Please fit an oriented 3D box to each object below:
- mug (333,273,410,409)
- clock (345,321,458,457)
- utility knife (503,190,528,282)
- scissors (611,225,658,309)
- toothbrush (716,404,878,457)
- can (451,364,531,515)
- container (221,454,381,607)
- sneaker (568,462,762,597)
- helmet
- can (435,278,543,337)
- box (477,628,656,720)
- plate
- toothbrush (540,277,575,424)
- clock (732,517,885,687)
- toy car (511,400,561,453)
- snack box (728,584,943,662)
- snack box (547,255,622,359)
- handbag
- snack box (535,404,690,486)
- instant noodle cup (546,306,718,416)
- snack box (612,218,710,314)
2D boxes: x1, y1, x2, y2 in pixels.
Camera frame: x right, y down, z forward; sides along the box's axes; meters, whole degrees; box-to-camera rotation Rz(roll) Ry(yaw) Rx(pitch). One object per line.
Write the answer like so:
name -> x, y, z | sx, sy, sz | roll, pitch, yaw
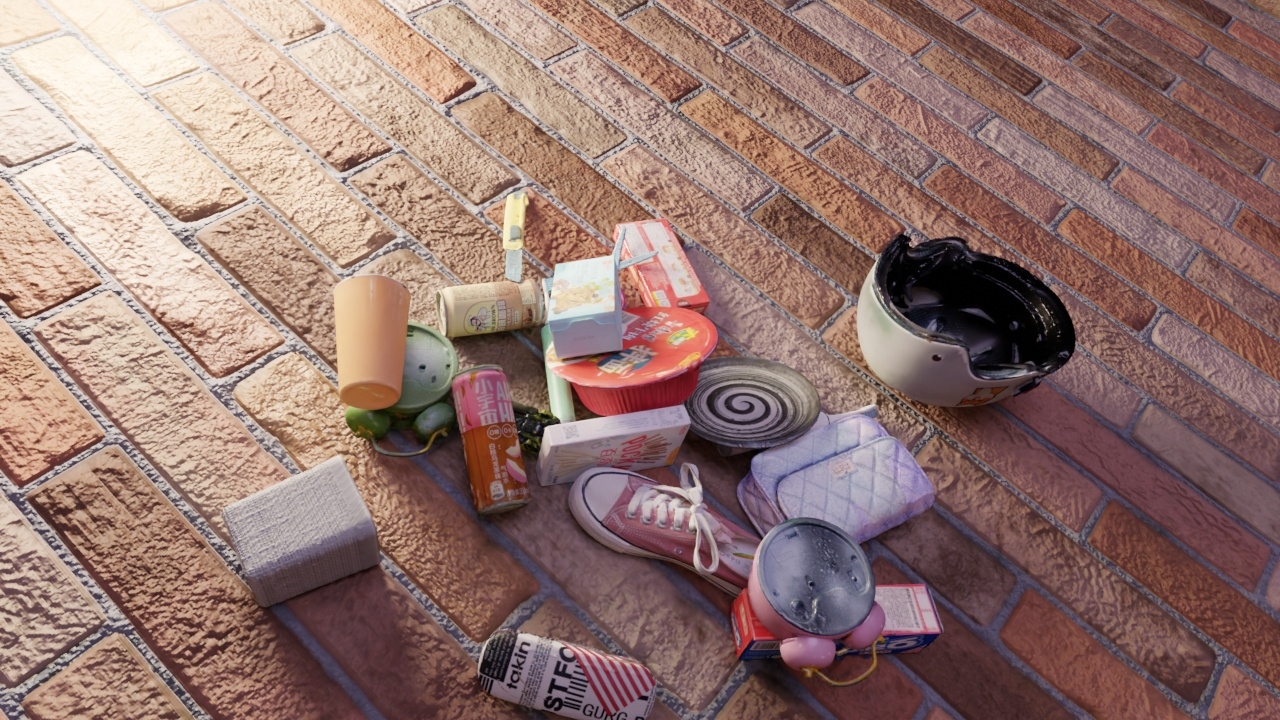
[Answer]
mug -> -0.274, -0.016, 0.932 | 0.078, 0.078, 0.122 | 1, 59, -15
clock -> -0.255, 0.032, 0.982 | 0.116, 0.056, 0.161 | 1, 54, -13
utility knife -> -0.157, -0.158, 1.154 | 0.031, 0.022, 0.220 | -4, 44, -2
scissors -> -0.043, -0.116, 1.163 | 0.130, 0.017, 0.133 | 10, 67, 7
toothbrush -> 0.192, 0.079, 1.090 | 0.220, 0.027, 0.026 | -11, 96, -23
can -> -0.154, 0.082, 0.945 | 0.057, 0.058, 0.147 | -9, 75, -21
container -> -0.313, 0.161, 0.850 | 0.114, 0.090, 0.090 | -22, 62, -25
sneaker -> 0.044, 0.167, 0.942 | 0.241, 0.088, 0.118 | 26, 52, 3
helmet -> 0.383, -0.030, 1.143 | 0.273, 0.157, 0.229 | 1, 51, -28
can -> -0.176, -0.062, 1.073 | 0.116, 0.059, 0.058 | -8, 56, -21
box -> -0.069, 0.292, 0.848 | 0.163, 0.083, 0.075 | 14, 88, -6
plate -> 0.119, 0.052, 1.067 | 0.179, 0.024, 0.179 | -1, 32, 0
toothbrush -> -0.101, -0.011, 1.077 | 0.027, 0.026, 0.224 | -9, 55, -4
clock -> 0.167, 0.230, 0.871 | 0.117, 0.060, 0.158 | -17, 61, -25
toy car -> -0.137, 0.072, 1.000 | 0.105, 0.032, 0.048 | 15, 56, 11
snack box -> 0.197, 0.266, 0.930 | 0.207, 0.057, 0.058 | 2, 51, -14
snack box -> -0.061, -0.065, 1.055 | 0.074, 0.052, 0.174 | -9, 27, 3
handbag -> 0.214, 0.142, 1.016 | 0.193, 0.076, 0.134 | -19, 60, -27
snack box -> -0.030, 0.091, 0.981 | 0.156, 0.085, 0.026 | -7, 55, -20
instant noodle cup -> -0.006, 0.006, 1.030 | 0.194, 0.066, 0.193 | -7, 28, 4
snack box -> 0.025, -0.120, 1.195 | 0.075, 0.026, 0.152 | -11, 57, -23
